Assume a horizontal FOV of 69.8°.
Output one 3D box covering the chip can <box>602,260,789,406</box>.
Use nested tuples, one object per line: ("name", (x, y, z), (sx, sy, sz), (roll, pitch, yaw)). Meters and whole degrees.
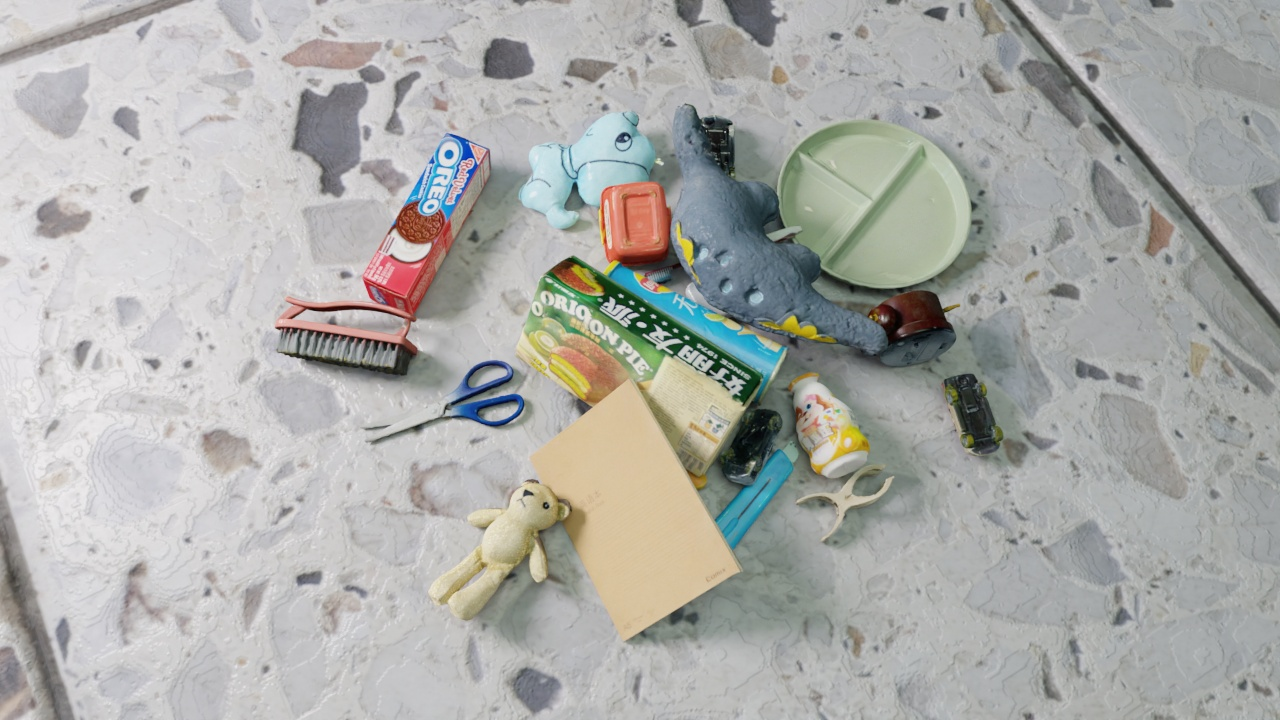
("chip can", (0.049, -0.029, 0.980), (0.210, 0.071, 0.071), (27, 69, 8))

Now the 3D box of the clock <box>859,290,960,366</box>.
("clock", (0.280, -0.033, 0.990), (0.122, 0.082, 0.055), (-6, 64, -7))

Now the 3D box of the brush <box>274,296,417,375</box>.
("brush", (-0.311, -0.030, 0.964), (0.146, 0.063, 0.069), (9, 79, 2))

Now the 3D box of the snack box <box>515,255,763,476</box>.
("snack box", (-0.006, 0.005, 0.933), (0.240, 0.115, 0.063), (32, 40, 10))

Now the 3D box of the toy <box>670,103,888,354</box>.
("toy", (0.110, -0.124, 0.978), (0.138, 0.091, 0.356), (-32, 73, -6))

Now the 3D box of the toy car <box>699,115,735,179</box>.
("toy car", (0.088, -0.242, 1.090), (0.049, 0.031, 0.105), (3, 69, -3))

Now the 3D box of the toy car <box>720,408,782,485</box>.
("toy car", (0.118, 0.089, 0.953), (0.043, 0.034, 0.090), (3, 51, 39))

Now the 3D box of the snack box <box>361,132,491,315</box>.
("snack box", (-0.234, -0.153, 1.022), (0.057, 0.058, 0.207), (23, 68, 3))

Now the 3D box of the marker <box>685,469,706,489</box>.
("marker", (0.017, 0.095, 0.960), (0.124, 0.015, 0.018), (34, 68, 13))

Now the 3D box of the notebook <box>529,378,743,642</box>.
("notebook", (-0.011, 0.146, 0.893), (0.150, 0.012, 0.211), (-38, 71, 24))

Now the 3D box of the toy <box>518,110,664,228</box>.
("toy", (-0.054, -0.223, 1.065), (0.156, 0.050, 0.161), (12, 78, 0))

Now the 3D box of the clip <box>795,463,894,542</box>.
("clip", (0.214, 0.142, 0.942), (0.099, 0.035, 0.070), (-28, 73, -9))

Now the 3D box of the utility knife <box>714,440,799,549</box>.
("utility knife", (0.114, 0.144, 0.943), (0.034, 0.018, 0.160), (39, 70, 12))

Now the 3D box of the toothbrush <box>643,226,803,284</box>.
("toothbrush", (0.095, -0.118, 1.036), (0.187, 0.016, 0.017), (-17, 78, 0))

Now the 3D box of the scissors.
("scissors", (-0.203, 0.060, 0.962), (0.126, 0.012, 0.173), (41, 73, 13))

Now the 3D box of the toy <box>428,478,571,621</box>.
("toy", (-0.138, 0.181, 0.887), (0.105, 0.066, 0.157), (29, 61, 27))

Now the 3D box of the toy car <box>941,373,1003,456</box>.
("toy car", (0.353, 0.060, 0.982), (0.042, 0.035, 0.090), (-12, 70, -7))

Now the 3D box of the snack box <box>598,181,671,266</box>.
("snack box", (-0.002, -0.152, 1.009), (0.082, 0.080, 0.091), (-6, 93, -6))

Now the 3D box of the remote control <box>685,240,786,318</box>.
("remote control", (0.118, -0.087, 1.035), (0.135, 0.020, 0.056), (-27, 73, -14))

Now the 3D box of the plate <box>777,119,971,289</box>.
("plate", (0.272, -0.183, 1.079), (0.230, 0.027, 0.229), (1, 69, -3))

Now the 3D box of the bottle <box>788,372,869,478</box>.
("bottle", (0.192, 0.066, 0.956), (0.063, 0.063, 0.108), (-17, 62, -10))
